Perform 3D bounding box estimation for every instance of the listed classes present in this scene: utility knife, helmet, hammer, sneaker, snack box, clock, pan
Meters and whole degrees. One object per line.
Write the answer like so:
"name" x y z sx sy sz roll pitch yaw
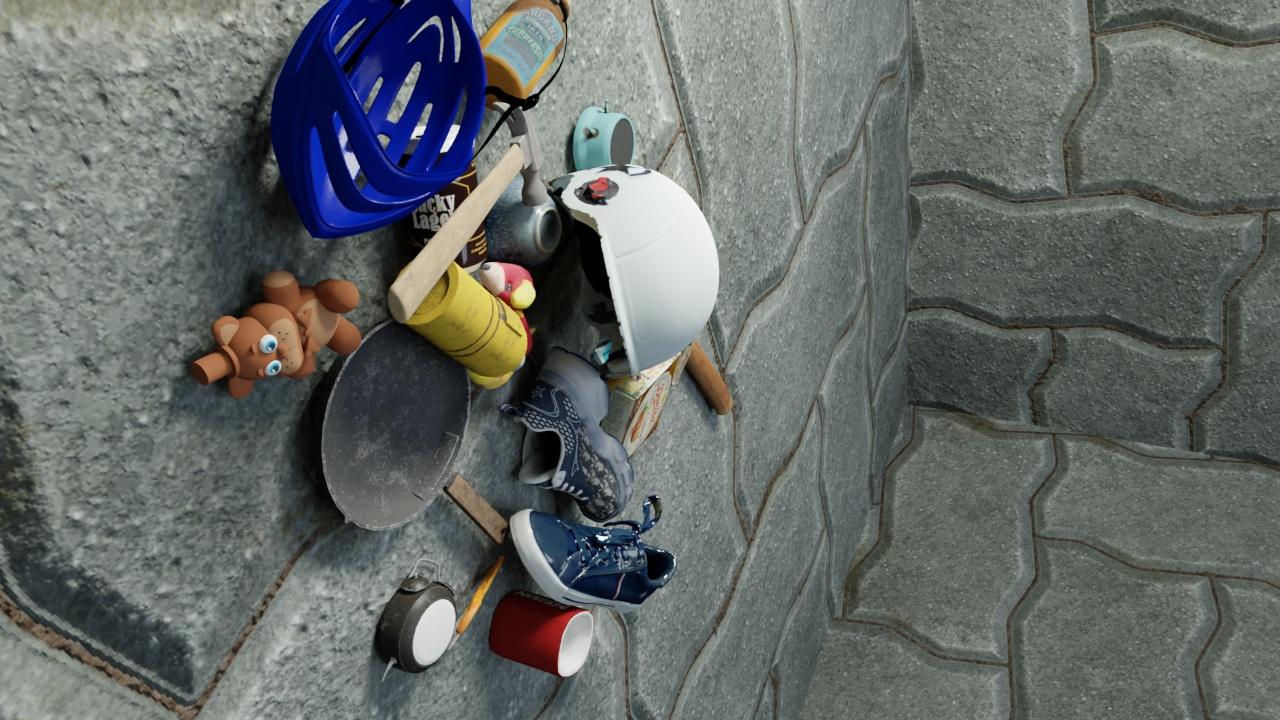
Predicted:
"utility knife" -0.026 -0.030 1.286 0.157 0.015 0.022 -39 110 -56
"helmet" 0.007 -0.109 1.042 0.263 0.163 0.237 -118 -168 -61
"hammer" -0.148 -0.131 0.803 0.330 0.031 0.119 -67 156 -52
"helmet" -0.163 -0.205 0.689 0.147 0.228 0.241 36 62 -44
"sneaker" -0.095 0.120 1.125 0.132 0.103 0.270 -42 137 -31
"snack box" -0.007 0.066 1.273 0.146 0.041 0.143 -44 156 -52
"clock" -0.042 -0.251 1.126 0.089 0.053 0.124 -62 152 -32
"pan" -0.212 0.100 0.917 0.207 0.040 0.357 -65 152 -29
"hammer" 0.102 0.022 1.540 0.301 0.037 0.157 52 52 -57
"sneaker" -0.041 0.227 1.126 0.294 0.127 0.120 36 26 -51
"clock" -0.224 0.269 0.943 0.091 0.044 0.122 44 59 -60

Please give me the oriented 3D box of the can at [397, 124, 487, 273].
"can" -0.184 -0.146 0.847 0.071 0.072 0.129 -42 135 -52

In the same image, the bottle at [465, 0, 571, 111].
"bottle" -0.116 -0.325 0.930 0.156 0.068 0.068 -63 149 -32

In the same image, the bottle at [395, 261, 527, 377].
"bottle" -0.157 -0.032 0.863 0.164 0.071 0.071 47 57 -59

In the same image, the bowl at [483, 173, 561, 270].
"bowl" -0.121 -0.145 0.998 0.110 0.055 0.110 -32 126 -57

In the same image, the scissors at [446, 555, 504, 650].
"scissors" -0.189 0.275 1.039 0.084 0.012 0.132 -54 -176 26

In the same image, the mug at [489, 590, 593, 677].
"mug" -0.113 0.334 1.134 0.116 0.097 0.080 15 85 -64

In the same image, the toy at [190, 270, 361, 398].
"toy" -0.279 -0.017 0.707 0.127 0.065 0.095 -41 140 -46

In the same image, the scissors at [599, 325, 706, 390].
"scissors" -0.003 0.003 1.151 0.165 0.226 0.016 -42 102 -21

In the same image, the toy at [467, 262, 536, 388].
"toy" -0.146 -0.035 0.980 0.105 0.067 0.137 0 107 -62
